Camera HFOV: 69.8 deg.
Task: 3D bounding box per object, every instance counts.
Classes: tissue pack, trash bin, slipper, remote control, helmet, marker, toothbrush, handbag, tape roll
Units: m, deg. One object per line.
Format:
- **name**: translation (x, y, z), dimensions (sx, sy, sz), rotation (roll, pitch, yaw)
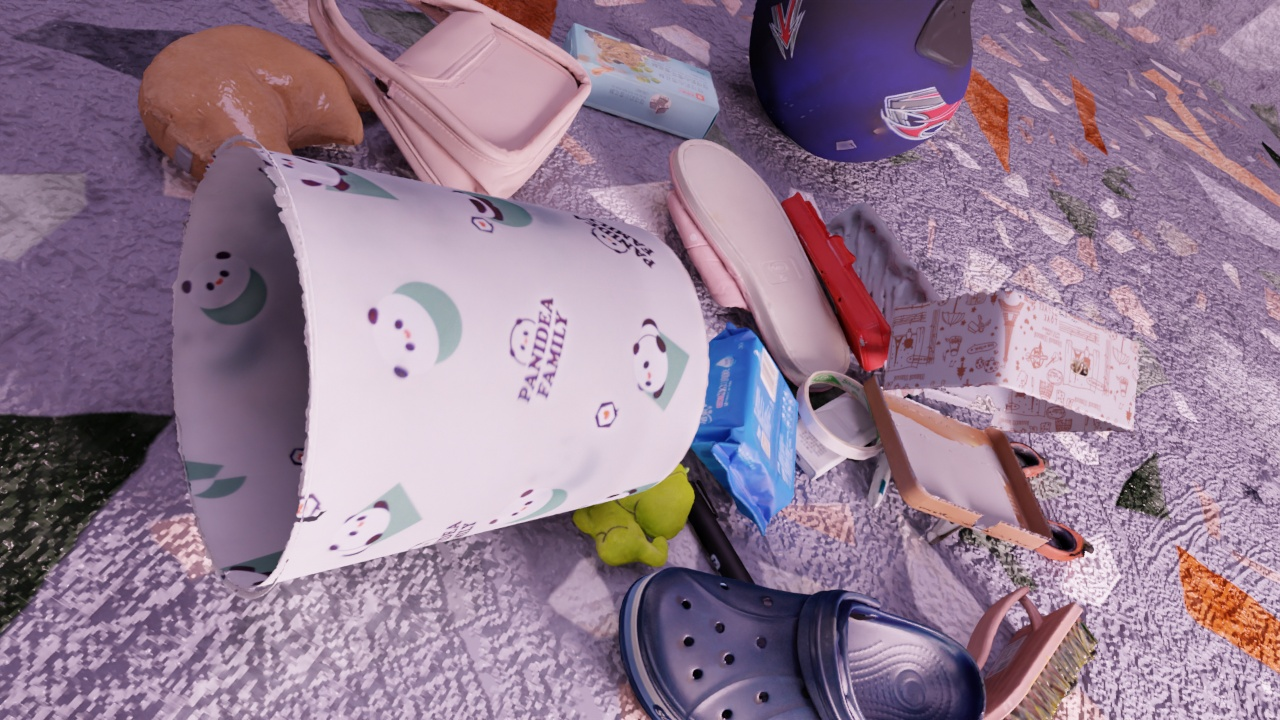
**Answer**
- **tissue pack**: translation (0.080, 0.049, 0.705), dimensions (0.095, 0.052, 0.156), rotation (55, 30, -31)
- **trash bin**: translation (-0.111, 0.002, 0.538), dimensions (0.251, 0.230, 0.229), rotation (-1, 52, -39)
- **slipper**: translation (0.111, 0.193, 0.566), dimensions (0.252, 0.095, 0.105), rotation (16, 58, -15)
- **slipper**: translation (0.105, -0.089, 0.868), dimensions (0.114, 0.055, 0.274), rotation (-20, 75, -38)
- **remote control**: translation (0.168, 0.061, 0.793), dimensions (0.124, 0.024, 0.049), rotation (-23, 66, -42)
- **helmet**: translation (0.276, -0.362, 1.088), dimensions (0.314, 0.248, 0.240), rotation (-25, 106, -38)
- **marker**: translation (0.064, 0.144, 0.653), dimensions (0.022, 0.020, 0.132), rotation (-29, 63, -3)
- **toothbrush**: translation (0.229, 0.070, 0.828), dimensions (0.018, 0.016, 0.191), rotation (41, 41, -7)
- **handbag**: translation (-0.172, -0.251, 0.788), dimensions (0.234, 0.094, 0.192), rotation (39, 41, -13)
- **tape roll**: translation (0.172, 0.045, 0.778), dimensions (0.085, 0.014, 0.085), rotation (17, 44, -18)

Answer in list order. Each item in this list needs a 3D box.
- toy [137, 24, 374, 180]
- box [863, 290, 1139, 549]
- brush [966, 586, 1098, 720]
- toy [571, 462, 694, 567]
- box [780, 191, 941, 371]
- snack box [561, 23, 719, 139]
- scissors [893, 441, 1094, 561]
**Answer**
- **toy**: translation (-0.289, -0.212, 0.731), dimensions (0.143, 0.083, 0.225), rotation (44, 38, -10)
- **box**: translation (0.292, 0.059, 0.769), dimensions (0.182, 0.155, 0.184), rotation (16, 76, -28)
- **brush**: translation (0.274, 0.226, 0.675), dimensions (0.145, 0.063, 0.073), rotation (-26, 72, -42)
- **toy**: translation (-0.001, 0.102, 0.643), dimensions (0.100, 0.031, 0.096), rotation (-19, 52, -33)
- **box**: translation (0.221, -0.089, 0.894), dimensions (0.101, 0.095, 0.201), rotation (-24, 50, 3)
- **snack box**: translation (-0.002, -0.303, 1.005), dimensions (0.174, 0.052, 0.074), rotation (12, 45, -21)
- **scissors**: translation (0.323, 0.127, 0.831), dimensions (0.225, 0.015, 0.188), rotation (30, 42, -5)
